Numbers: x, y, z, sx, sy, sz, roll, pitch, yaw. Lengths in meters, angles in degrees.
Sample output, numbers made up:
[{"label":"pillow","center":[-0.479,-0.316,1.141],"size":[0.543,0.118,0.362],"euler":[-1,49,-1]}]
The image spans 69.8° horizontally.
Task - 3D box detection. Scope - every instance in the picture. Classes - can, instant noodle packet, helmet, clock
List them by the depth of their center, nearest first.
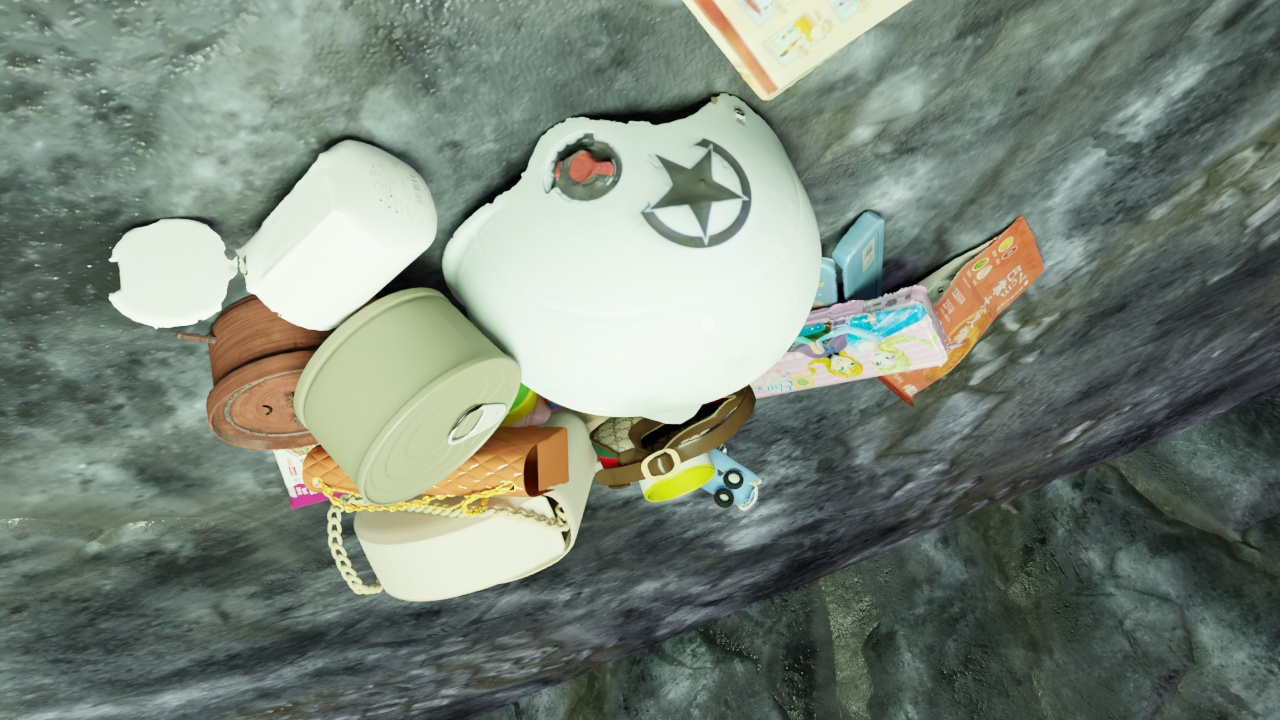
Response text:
[{"label":"can","center":[-0.150,0.023,0.596],"size":[0.127,0.073,0.128],"euler":[-42,163,-16]},{"label":"helmet","center":[0.005,-0.044,0.650],"size":[0.263,0.163,0.237],"euler":[-16,154,-10]},{"label":"clock","center":[-0.233,0.002,0.656],"size":[0.157,0.072,0.121],"euler":[-13,155,-16]},{"label":"instant noodle packet","center":[0.354,-0.057,1.034],"size":[0.221,0.084,0.164],"euler":[-39,147,16]}]

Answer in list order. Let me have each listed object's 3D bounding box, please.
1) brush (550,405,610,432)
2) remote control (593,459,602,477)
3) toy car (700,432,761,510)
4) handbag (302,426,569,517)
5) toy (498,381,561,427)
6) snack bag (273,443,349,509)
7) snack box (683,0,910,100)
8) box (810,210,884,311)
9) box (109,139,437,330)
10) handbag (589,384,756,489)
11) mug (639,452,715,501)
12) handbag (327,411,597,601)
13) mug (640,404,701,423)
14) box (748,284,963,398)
[{"label":"brush","center":[-0.014,0.037,0.945],"size":[0.229,0.043,0.089],"euler":[-34,153,25]},{"label":"remote control","center":[-0.079,0.128,1.055],"size":[0.074,0.019,0.151],"euler":[-12,175,-20]},{"label":"toy car","center":[0.075,0.120,1.091],"size":[0.054,0.153,0.056],"euler":[-50,165,-38]},{"label":"handbag","center":[-0.153,0.086,0.705],"size":[0.172,0.060,0.108],"euler":[-1,-178,13]},{"label":"toy","center":[-0.120,0.029,0.768],"size":[0.124,0.096,0.132],"euler":[20,130,-1]},{"label":"snack bag","center":[-0.304,0.096,0.862],"size":[0.070,0.016,0.197],"euler":[-14,155,-20]},{"label":"snack box","center":[0.078,-0.233,0.446],"size":[0.153,0.055,0.207],"euler":[-31,155,19]},{"label":"box","center":[0.189,-0.062,0.902],"size":[0.120,0.049,0.209],"euler":[-24,154,3]},{"label":"box","center":[-0.209,-0.069,0.527],"size":[0.137,0.083,0.143],"euler":[-36,158,31]},{"label":"handbag","center":[0.031,0.064,0.843],"size":[0.166,0.063,0.139],"euler":[-30,-170,-37]},{"label":"mug","center":[0.026,0.091,1.013],"size":[0.082,0.106,0.083],"euler":[-18,155,-9]},{"label":"handbag","center":[-0.151,0.121,0.837],"size":[0.209,0.103,0.210],"euler":[-15,-159,12]},{"label":"mug","center":[-0.005,0.005,0.813],"size":[0.090,0.073,0.105],"euler":[12,160,48]},{"label":"box","center":[0.196,0.000,0.917],"size":[0.231,0.066,0.158],"euler":[-13,153,34]}]
